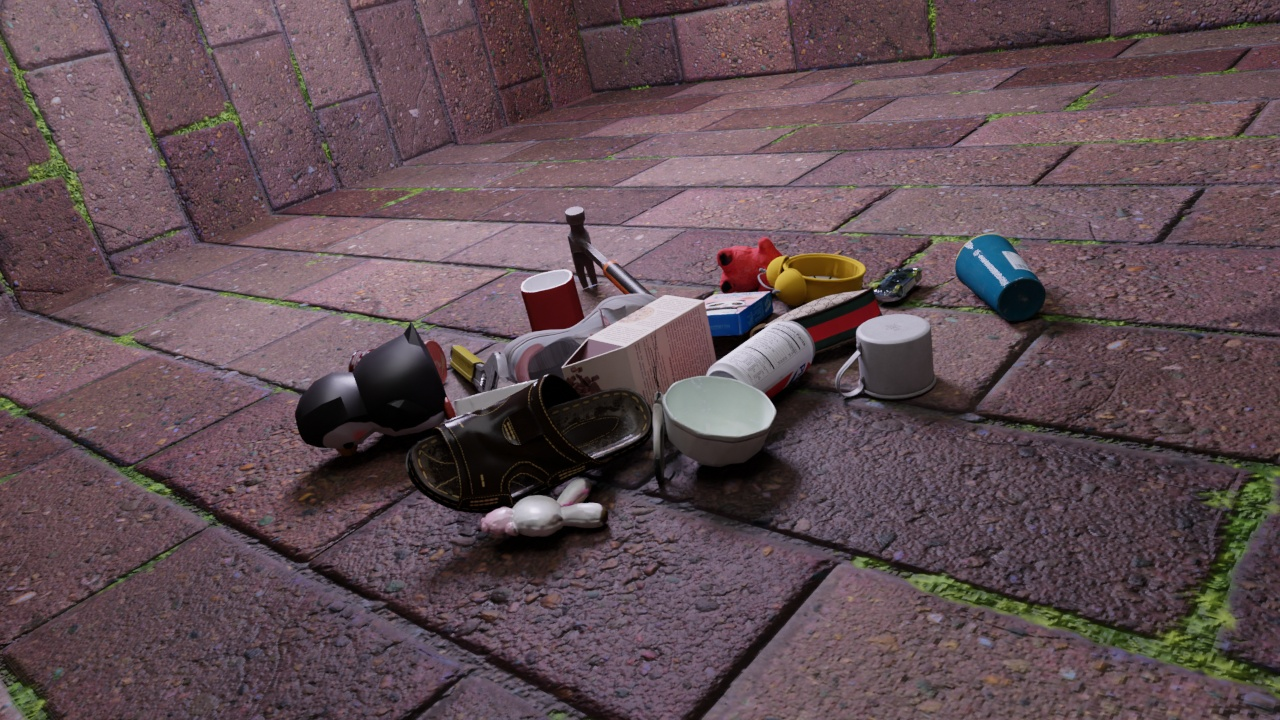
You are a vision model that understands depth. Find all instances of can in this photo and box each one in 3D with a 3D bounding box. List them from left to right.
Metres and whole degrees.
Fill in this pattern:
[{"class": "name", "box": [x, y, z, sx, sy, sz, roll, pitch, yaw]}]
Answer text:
[{"class": "can", "box": [0.140, 0.008, 1.064, 0.070, 0.070, 0.131, 11, 34, 43]}]

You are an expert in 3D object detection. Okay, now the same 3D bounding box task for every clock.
[{"class": "clock", "box": [0.242, -0.113, 1.288, 0.152, 0.052, 0.113, -2, 25, -4]}]

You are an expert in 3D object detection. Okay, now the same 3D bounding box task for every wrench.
[{"class": "wrench", "box": [-0.228, 0.009, 1.268, 0.018, 0.083, 0.273, 5, 10, -25]}]

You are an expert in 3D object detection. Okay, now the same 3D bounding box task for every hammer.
[{"class": "hammer", "box": [-0.035, -0.122, 1.439, 0.035, 0.138, 0.314, -22, 38, -19]}]

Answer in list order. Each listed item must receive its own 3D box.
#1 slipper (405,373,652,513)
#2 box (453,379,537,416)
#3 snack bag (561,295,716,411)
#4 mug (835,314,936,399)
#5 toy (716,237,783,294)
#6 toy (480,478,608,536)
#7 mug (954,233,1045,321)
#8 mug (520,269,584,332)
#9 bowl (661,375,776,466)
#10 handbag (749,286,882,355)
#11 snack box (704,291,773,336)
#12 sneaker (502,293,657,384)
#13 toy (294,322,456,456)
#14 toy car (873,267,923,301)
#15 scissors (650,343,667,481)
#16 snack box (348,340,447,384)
[{"class": "slipper", "box": [-0.109, 0.080, 0.958, 0.267, 0.076, 0.113, -15, 63, -18]}, {"class": "box", "box": [-0.143, 0.096, 1.039, 0.107, 0.132, 0.152, -16, -8, -3]}, {"class": "snack bag", "box": [-0.007, 0.007, 1.116, 0.205, 0.094, 0.070, -31, 29, -35]}, {"class": "mug", "box": [0.269, -0.001, 1.018, 0.113, 0.070, 0.084, -14, 24, -6]}, {"class": "toy", "box": [0.185, -0.142, 1.380, 0.133, 0.088, 0.094, 6, 11, 13]}, {"class": "toy", "box": [-0.097, 0.153, 0.909, 0.122, 0.038, 0.079, -10, 19, -14]}, {"class": "mug", "box": [0.450, -0.100, 1.140, 0.078, 0.078, 0.121, -12, 28, 4]}, {"class": "mug", "box": [-0.128, -0.080, 1.369, 0.080, 0.097, 0.116, -13, 24, 2]}, {"class": "bowl", "box": [0.078, 0.070, 0.954, 0.117, 0.061, 0.117, 4, 30, -3]}, {"class": "handbag", "box": [0.222, -0.047, 1.176, 0.166, 0.063, 0.138, -21, 7, -4]}, {"class": "snack box", "box": [0.118, -0.063, 1.246, 0.088, 0.033, 0.153, -2, 14, 24]}, {"class": "sneaker", "box": [-0.060, -0.016, 1.197, 0.235, 0.099, 0.089, -23, 28, -17]}, {"class": "toy", "box": [-0.346, 0.042, 1.159, 0.183, 0.140, 0.159, -21, 25, -16]}, {"class": "toy car", "box": [0.351, -0.102, 1.249, 0.039, 0.027, 0.089, 7, 32, 44]}, {"class": "scissors", "box": [0.018, 0.050, 0.972, 0.012, 0.171, 0.157, -4, 64, 6]}, {"class": "snack box", "box": [-0.348, 0.013, 1.316, 0.121, 0.072, 0.072, -6, 25, 18]}]
